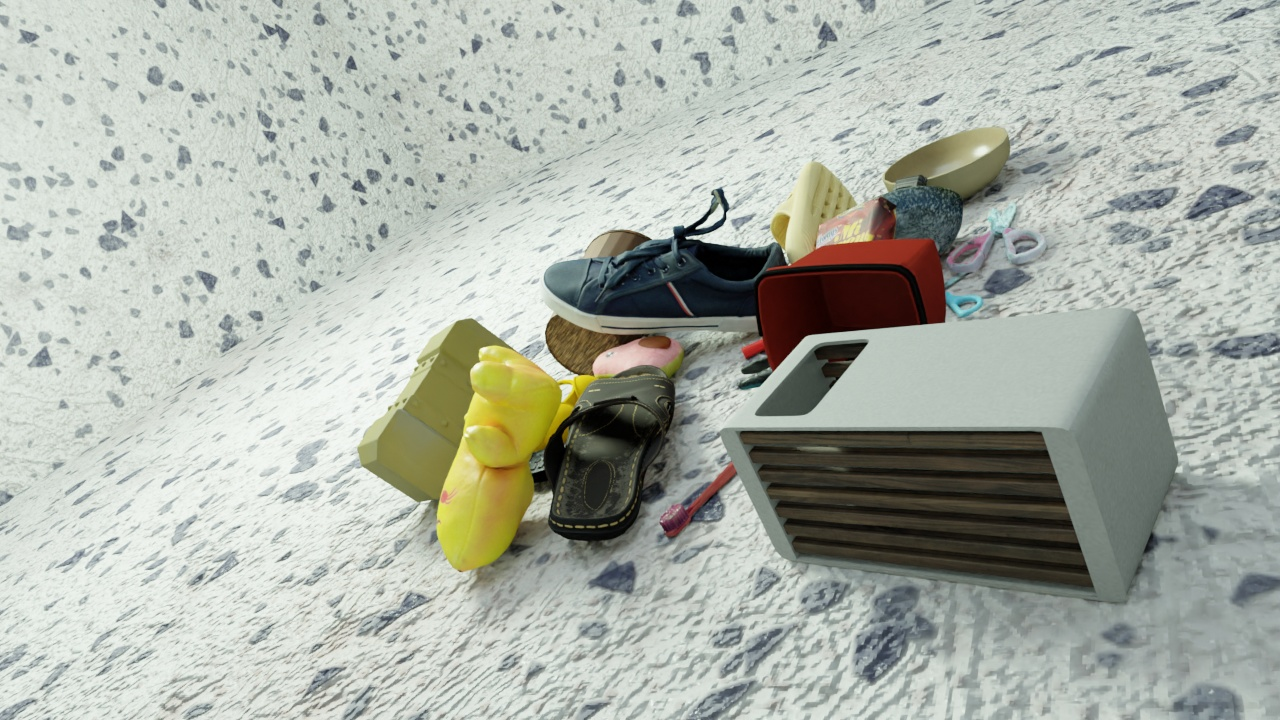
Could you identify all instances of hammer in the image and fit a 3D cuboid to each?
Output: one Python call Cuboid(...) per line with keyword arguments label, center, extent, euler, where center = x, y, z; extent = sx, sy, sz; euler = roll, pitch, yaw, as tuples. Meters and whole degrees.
Cuboid(label="hammer", center=(-0.277, 0.076, 1.112), extent=(0.326, 0.100, 0.189), euler=(-20, 37, 57))

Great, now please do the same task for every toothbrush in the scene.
Cuboid(label="toothbrush", center=(0.081, 0.084, 0.780), extent=(0.189, 0.016, 0.016), euler=(-39, 23, -31))

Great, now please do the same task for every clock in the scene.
Cuboid(label="clock", center=(-0.099, 0.063, 1.010), extent=(0.152, 0.052, 0.113), euler=(-16, 23, 38))

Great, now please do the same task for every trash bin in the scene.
Cuboid(label="trash bin", center=(0.186, 0.055, 0.576), extent=(0.229, 0.114, 0.114), euler=(-5, 30, 46))

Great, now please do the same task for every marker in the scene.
Cuboid(label="marker", center=(0.173, -0.038, 0.971), extent=(0.142, 0.013, 0.012), euler=(-26, 20, 3))

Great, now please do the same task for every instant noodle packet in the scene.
Cuboid(label="instant noodle packet", center=(0.212, -0.092, 0.922), extent=(0.099, 0.039, 0.135), euler=(-20, 56, 59))

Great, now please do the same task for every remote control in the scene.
Cuboid(label="remote control", center=(-0.110, 0.113, 0.945), extent=(0.151, 0.022, 0.047), euler=(-18, 22, 28))

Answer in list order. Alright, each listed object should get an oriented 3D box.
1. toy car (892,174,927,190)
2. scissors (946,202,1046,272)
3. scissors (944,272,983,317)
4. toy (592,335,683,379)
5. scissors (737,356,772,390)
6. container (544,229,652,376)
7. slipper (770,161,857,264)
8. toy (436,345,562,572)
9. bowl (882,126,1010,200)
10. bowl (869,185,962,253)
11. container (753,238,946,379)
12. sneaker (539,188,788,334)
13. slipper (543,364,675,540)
Cuboid(label="toy car", center=(0.303, -0.172, 1.057), extent=(0.040, 0.037, 0.092), euler=(-1, 67, 50))
Cuboid(label="scissors", center=(0.384, -0.134, 0.947), extent=(0.103, 0.016, 0.178), euler=(-5, 25, 38))
Cuboid(label="scissors", center=(0.282, -0.057, 0.883), extent=(0.135, 0.015, 0.134), euler=(-36, 21, -15))
Cuboid(label="toy", center=(-0.006, 0.006, 1.029), extent=(0.110, 0.051, 0.089), euler=(-13, 21, 35))
Cuboid(label="scissors", center=(0.161, -0.004, 0.895), extent=(0.127, 0.019, 0.142), euler=(-36, 24, -25))
Cuboid(label="container", center=(-0.042, -0.067, 1.159), extent=(0.132, 0.132, 0.166), euler=(-14, 30, 32))
Cuboid(label="slipper", center=(0.204, -0.145, 1.089), extent=(0.079, 0.111, 0.260), euler=(-40, 15, 33))
Cuboid(label="toy", center=(-0.131, 0.088, 0.844), extent=(0.087, 0.194, 0.134), euler=(14, 3, -11))
Cuboid(label="bowl", center=(0.379, -0.229, 1.125), extent=(0.152, 0.050, 0.152), euler=(-24, 20, 9))
Cuboid(label="bowl", center=(0.285, -0.131, 0.969), extent=(0.114, 0.060, 0.114), euler=(-2, -16, -1))
Cuboid(label="container", center=(0.171, -0.023, 0.773), extent=(0.148, 0.127, 0.200), euler=(1, 27, 35))
Cuboid(label="sneaker", center=(0.022, -0.108, 1.023), extent=(0.295, 0.127, 0.120), euler=(2, 45, 14))
Cuboid(label="slipper", center=(-0.026, 0.065, 0.851), extent=(0.113, 0.076, 0.267), euler=(-1, 28, 12))
